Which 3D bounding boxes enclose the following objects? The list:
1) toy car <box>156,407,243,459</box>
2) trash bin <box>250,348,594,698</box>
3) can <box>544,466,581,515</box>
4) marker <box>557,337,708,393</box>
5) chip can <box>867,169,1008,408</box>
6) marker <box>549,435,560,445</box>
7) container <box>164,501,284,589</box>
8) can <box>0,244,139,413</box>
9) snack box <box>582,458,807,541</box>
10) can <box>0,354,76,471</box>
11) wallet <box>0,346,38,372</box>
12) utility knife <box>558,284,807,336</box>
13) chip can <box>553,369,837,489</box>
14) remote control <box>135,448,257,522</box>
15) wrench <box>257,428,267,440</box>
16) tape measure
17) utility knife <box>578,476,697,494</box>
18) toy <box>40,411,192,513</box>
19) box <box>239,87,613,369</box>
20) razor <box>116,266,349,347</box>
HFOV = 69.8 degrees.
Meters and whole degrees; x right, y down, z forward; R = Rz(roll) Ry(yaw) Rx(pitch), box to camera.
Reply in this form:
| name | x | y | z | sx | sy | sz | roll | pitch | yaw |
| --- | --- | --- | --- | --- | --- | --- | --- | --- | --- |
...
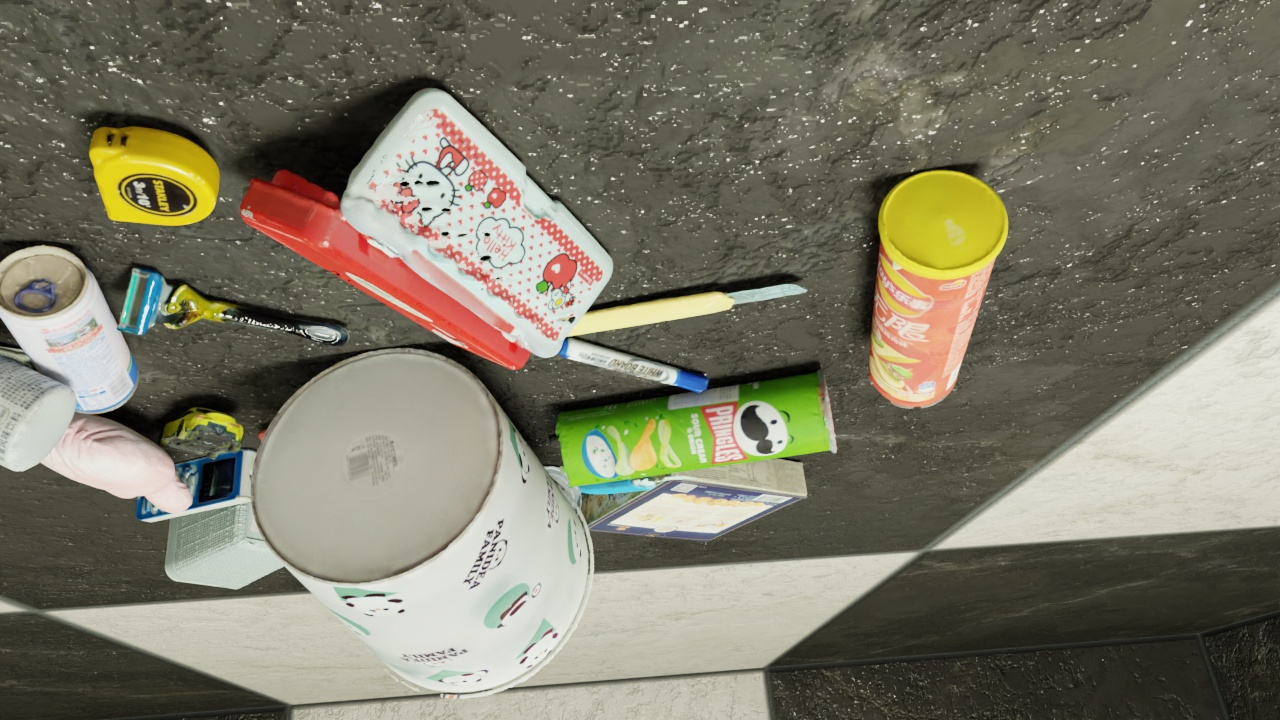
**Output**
| name | x | y | z | sx | sy | sz | roll | pitch | yaw |
| --- | --- | --- | --- | --- | --- | --- | --- | --- | --- |
| toy car | -0.363 | 0.059 | 0.758 | 0.048 | 0.032 | 0.105 | 22 | 155 | -36 |
| trash bin | -0.169 | 0.131 | 0.745 | 0.229 | 0.229 | 0.252 | -7 | 149 | 3 |
| can | -0.110 | 0.157 | 0.968 | 0.066 | 0.066 | 0.094 | 8 | 151 | -26 |
| marker | -0.004 | 0.004 | 0.730 | 0.145 | 0.016 | 0.017 | 16 | 147 | -36 |
| chip can | 0.193 | -0.037 | 0.619 | 0.073 | 0.073 | 0.217 | -9 | 154 | 8 |
| marker | -0.026 | 0.068 | 0.862 | 0.124 | 0.015 | 0.018 | -9 | 153 | 13 |
| container | -0.396 | 0.166 | 0.913 | 0.112 | 0.089 | 0.090 | -25 | 149 | 27 |
| can | -0.359 | -0.016 | 0.578 | 0.053 | 0.053 | 0.135 | 2 | 153 | -16 |
| snack box | 0.056 | 0.149 | 1.008 | 0.177 | 0.045 | 0.183 | 12 | 149 | -31 |
| can | -0.425 | 0.010 | 0.552 | 0.146 | 0.058 | 0.058 | 27 | 148 | -5 |
| wallet | -0.499 | 0.020 | 0.647 | 0.106 | 0.037 | 0.130 | 19 | 145 | -41 |
| utility knife | 0.017 | -0.034 | 0.652 | 0.202 | 0.021 | 0.031 | -4 | 160 | 13 |
| chip can | 0.046 | 0.060 | 0.794 | 0.236 | 0.072 | 0.072 | -9 | 154 | 9 |
| remote control | -0.410 | 0.117 | 0.850 | 0.125 | 0.049 | 0.024 | -13 | 156 | 17 |
| wrench | -0.303 | 0.118 | 0.910 | 0.056 | 0.016 | 0.274 | -8 | 154 | 5 |
| tape measure | -0.245 | -0.095 | 0.465 | 0.057 | 0.028 | 0.060 | 4 | 153 | -17 |
| utility knife | -0.007 | 0.119 | 0.893 | 0.034 | 0.018 | 0.235 | 13 | 166 | -25 |
| toy | -0.436 | 0.083 | 0.754 | 0.121 | 0.054 | 0.160 | 17 | 154 | 6 |
| box | -0.109 | -0.071 | 0.531 | 0.110 | 0.100 | 0.201 | 22 | 171 | 32 |
| razor | -0.263 | -0.029 | 0.608 | 0.142 | 0.022 | 0.043 | 11 | 106 | -37 |
